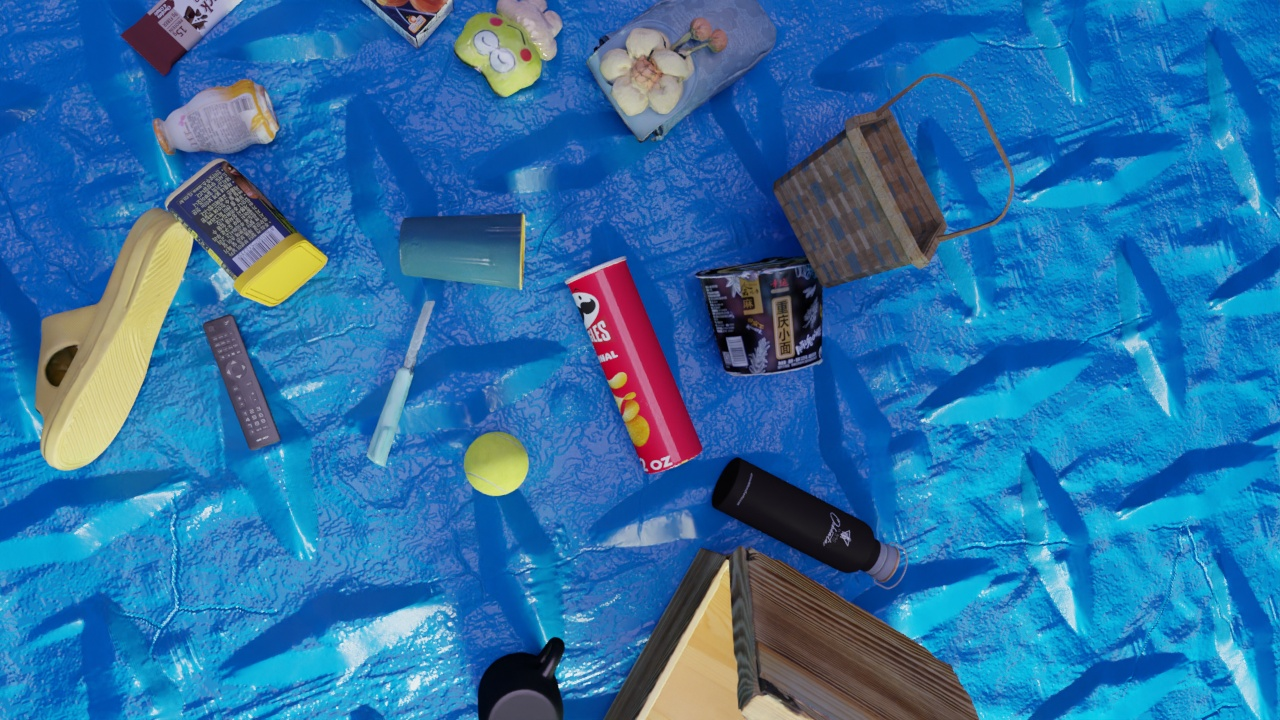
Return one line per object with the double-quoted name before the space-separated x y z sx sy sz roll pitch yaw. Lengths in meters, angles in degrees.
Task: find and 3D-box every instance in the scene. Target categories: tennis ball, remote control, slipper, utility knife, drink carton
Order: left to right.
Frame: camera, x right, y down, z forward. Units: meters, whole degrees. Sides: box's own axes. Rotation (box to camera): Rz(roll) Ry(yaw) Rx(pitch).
"slipper" -0.509 -0.026 0.860 0.078 0.099 0.263 24 88 -4
"remote control" -0.400 0.022 0.923 0.032 0.015 0.136 -21 91 -9
"drink carton" -0.259 -0.389 0.936 0.130 0.040 0.064 41 83 -7
"utility knife" -0.246 0.022 0.949 0.022 0.016 0.179 19 88 -10
"tennis ball" -0.148 0.106 0.941 0.065 0.065 0.065 0 90 -10

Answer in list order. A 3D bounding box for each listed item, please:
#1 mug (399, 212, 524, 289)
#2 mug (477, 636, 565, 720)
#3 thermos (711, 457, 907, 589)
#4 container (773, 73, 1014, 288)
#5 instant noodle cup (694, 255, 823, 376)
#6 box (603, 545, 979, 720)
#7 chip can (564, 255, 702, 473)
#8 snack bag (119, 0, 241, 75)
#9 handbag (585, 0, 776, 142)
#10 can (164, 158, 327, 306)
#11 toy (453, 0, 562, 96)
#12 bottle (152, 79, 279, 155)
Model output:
"mug" -0.180 -0.114 0.935 0.121 0.078 0.078 2 89 -5
"mug" -0.112 0.337 0.933 0.085 0.094 0.121 32 85 -9
"thermos" 0.192 0.183 1.003 0.231 0.061 0.061 28 85 -9
"container" 0.259 -0.179 0.907 0.187 0.249 0.157 -26 95 27
"instant noodle cup" 0.132 -0.047 0.965 0.137 0.137 0.112 -9 100 -10
"box" 0.171 0.332 0.869 0.279 0.316 0.281 32 76 -7
"chip can" -0.006 0.006 0.965 0.069 0.069 0.220 -23 94 -9
"snack bag" -0.440 -0.359 0.917 0.057 0.013 0.157 45 83 -9
"handbag" 0.046 -0.320 0.950 0.192 0.118 0.122 -33 95 -3
"can" -0.370 -0.119 0.869 0.075 0.135 0.104 -42 94 -8
"toy" -0.132 -0.334 0.956 0.092 0.046 0.115 44 75 -4
"bottle" -0.414 -0.233 0.896 0.108 0.063 0.063 -19 93 -10
